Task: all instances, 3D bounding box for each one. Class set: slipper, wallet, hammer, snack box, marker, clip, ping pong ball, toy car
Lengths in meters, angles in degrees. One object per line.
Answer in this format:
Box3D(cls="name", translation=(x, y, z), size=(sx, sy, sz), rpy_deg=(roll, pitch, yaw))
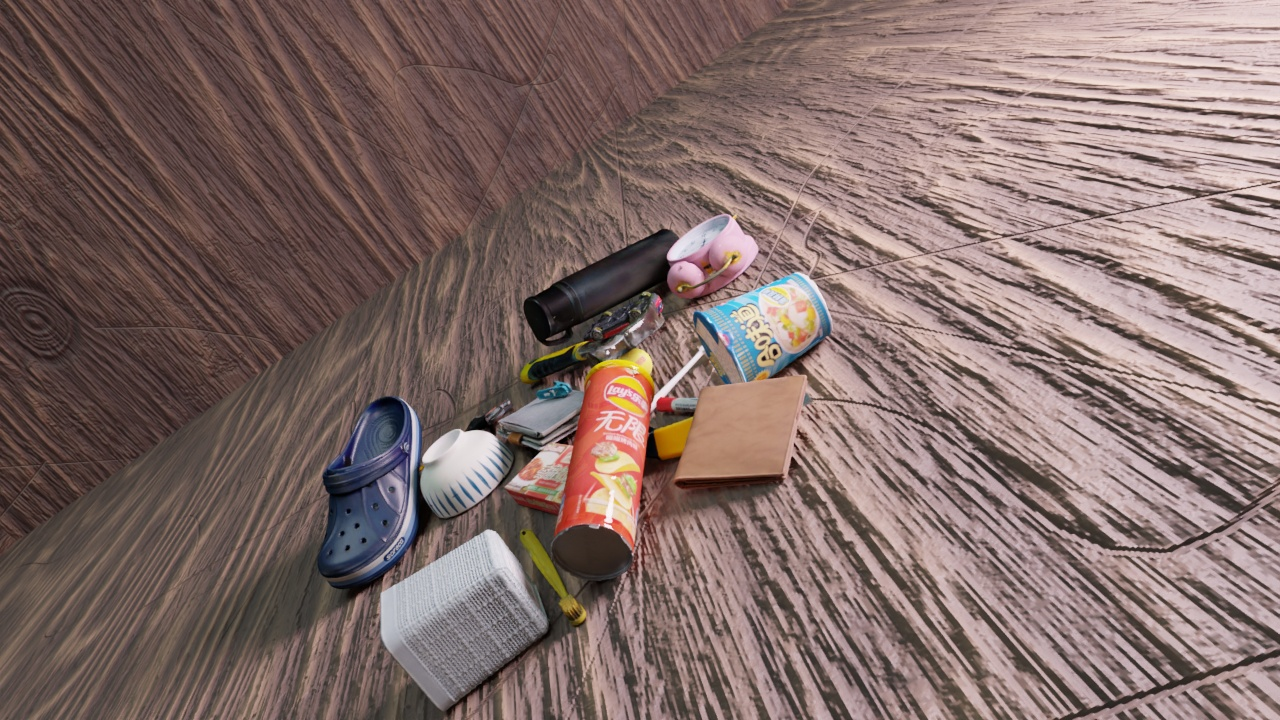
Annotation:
Box3D(cls="slipper", translation=(-0.321, 0.142, 1.091), size=(0.105, 0.095, 0.252), rpy_deg=(-12, 50, 19))
Box3D(cls="wallet", translation=(-0.108, 0.071, 1.092), size=(0.106, 0.037, 0.130), rpy_deg=(-32, 18, -25))
Box3D(cls="hammer", translation=(-0.073, -0.010, 1.150), size=(0.125, 0.032, 0.324), rpy_deg=(-38, 10, -27))
Box3D(cls="snack box", translation=(-0.076, 0.122, 0.944), size=(0.075, 0.025, 0.153), rpy_deg=(-45, 23, -25))
Box3D(cls="wallet", translation=(0.087, 0.062, 0.795), size=(0.115, 0.020, 0.101), rpy_deg=(-9, 50, 40))
Box3D(cls="marker", translation=(0.064, 0.045, 0.911), size=(0.017, 0.017, 0.145), rpy_deg=(-46, 23, -27))
Box3D(cls="clip", translation=(-0.100, 0.035, 1.104), size=(0.034, 0.013, 0.055), rpy_deg=(-33, 15, -29))
Box3D(cls="ping pong ball", translation=(-0.006, 0.006, 1.069), size=(0.040, 0.040, 0.040), rpy_deg=(-30, 21, 13))
Box3D(cls="toy car", translation=(-0.019, -0.048, 1.199), size=(0.121, 0.045, 0.052), rpy_deg=(-27, 23, 37))

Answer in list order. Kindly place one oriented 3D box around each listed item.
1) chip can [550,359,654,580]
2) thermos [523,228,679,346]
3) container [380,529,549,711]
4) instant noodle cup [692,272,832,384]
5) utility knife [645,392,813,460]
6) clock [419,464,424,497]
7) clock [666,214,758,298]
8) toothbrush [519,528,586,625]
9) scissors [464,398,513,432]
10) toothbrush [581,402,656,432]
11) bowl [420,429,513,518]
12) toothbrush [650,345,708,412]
Box3D(cls="chip can", translation=(-0.030, 0.093, 0.832), size=(0.073, 0.073, 0.216), rpy_deg=(-25, 33, 25))
Box3D(cls="thermos", translation=(-0.047, -0.098, 1.259), size=(0.241, 0.090, 0.068), rpy_deg=(-30, 54, -29))
Box3D(cls="container", translation=(-0.146, 0.212, 0.770), size=(0.111, 0.090, 0.090), rpy_deg=(-34, 21, -5))
Box3D(cls="instant noodle cup", translation=(0.122, -0.030, 0.889), size=(0.110, 0.099, 0.099), rpy_deg=(-28, 20, -7))
Box3D(cls="utility knife", translation=(0.078, 0.059, 0.849), size=(0.177, 0.033, 0.015), rpy_deg=(-21, -18, 27))
Box3D(cls="clock", translation=(-0.333, 0.172, 1.191), size=(0.122, 0.055, 0.082), rpy_deg=(-34, 22, 7))
Box3D(cls="clock", translation=(0.090, -0.132, 1.196), size=(0.117, 0.060, 0.158), rpy_deg=(-28, 23, 19))
Box3D(cls="toothbrush", translation=(-0.084, 0.188, 0.824), size=(0.015, 0.016, 0.190), rpy_deg=(-38, 21, -9))
Box3D(cls="scissors", translation=(-0.178, 0.059, 1.156), size=(0.139, 0.021, 0.236), rpy_deg=(-42, 4, -40))
Box3D(cls="toothbrush", translation=(-0.013, 0.061, 0.961), size=(0.016, 0.018, 0.192), rpy_deg=(-47, 31, -18))
Box3D(cls="bowl", translation=(-0.217, 0.125, 1.098), size=(0.116, 0.066, 0.116), rpy_deg=(-31, 21, 13))
Box3D(cls="toothbrush", translation=(0.027, 0.038, 0.992), size=(0.179, 0.016, 0.016), rpy_deg=(-45, 24, -18))
